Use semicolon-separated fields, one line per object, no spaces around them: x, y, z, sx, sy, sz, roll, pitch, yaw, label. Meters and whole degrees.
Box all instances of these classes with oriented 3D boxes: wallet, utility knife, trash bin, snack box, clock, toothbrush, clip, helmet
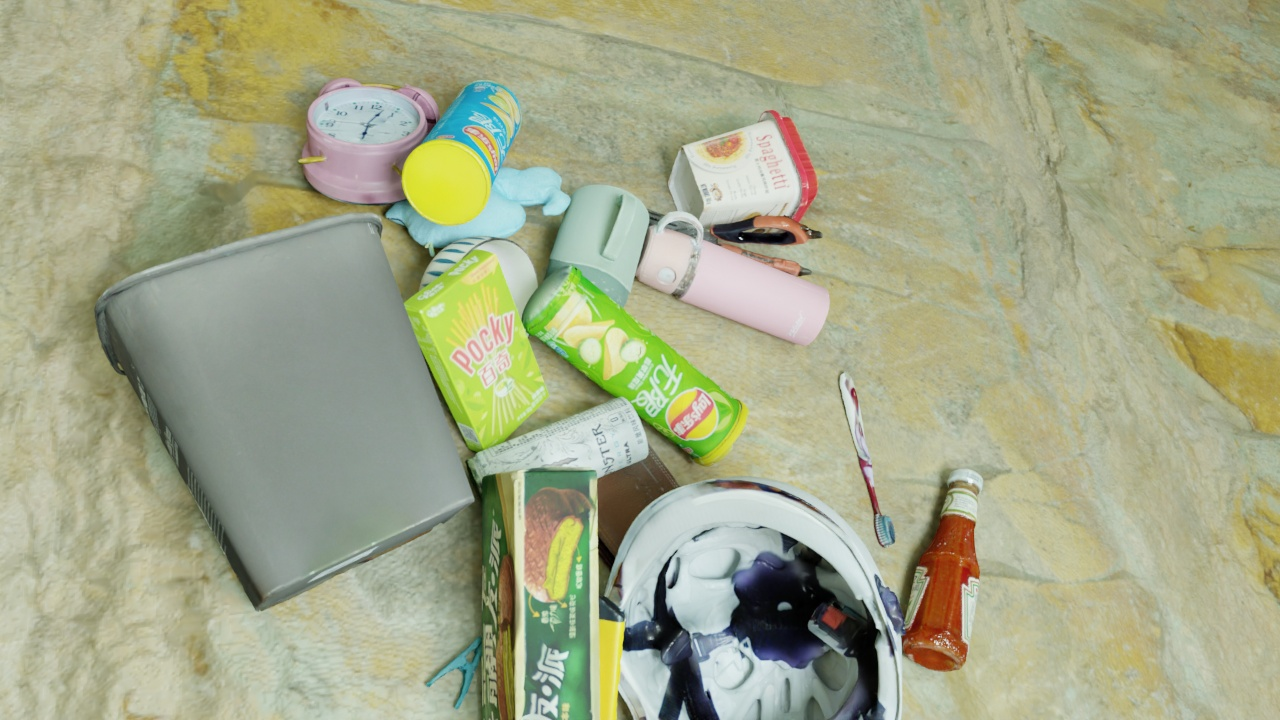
0.005;0.143;0.809;0.101;0.032;0.124;-33;82;-34;wallet
-0.035;0.282;0.680;0.033;0.015;0.218;6;91;20;utility knife
-0.246;0.045;0.663;0.198;0.199;0.219;-22;83;-29;trash bin
-0.132;-0.005;0.762;0.026;0.156;0.085;16;47;36;snack box
-0.074;0.198;0.664;0.063;0.115;0.240;2;82;-21;snack box
-0.245;-0.210;0.840;0.117;0.060;0.158;5;43;-7;clock
0.230;0.097;0.934;0.016;0.017;0.187;1;66;-23;toothbrush
-0.138;0.238;0.711;0.034;0.013;0.054;41;59;-1;clip
0.095;0.202;0.719;0.145;0.229;0.258;-22;98;-69;helmet

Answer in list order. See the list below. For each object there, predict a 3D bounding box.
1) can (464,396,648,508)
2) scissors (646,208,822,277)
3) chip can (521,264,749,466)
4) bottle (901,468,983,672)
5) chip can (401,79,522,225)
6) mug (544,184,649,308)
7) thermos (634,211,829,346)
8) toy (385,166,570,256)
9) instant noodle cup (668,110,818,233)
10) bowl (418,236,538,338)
-0.069;0.082;0.773;0.146;0.058;0.058;-21;75;-16;can
0.079;-0.128;0.936;0.197;0.214;0.015;40;50;-44;scissors
-0.005;0.005;0.820;0.221;0.073;0.072;39;56;-16;chip can
0.301;0.196;0.892;0.060;0.060;0.205;30;55;-7;bottle
-0.153;-0.192;0.823;0.071;0.071;0.209;23;28;-11;chip can
-0.036;-0.105;0.862;0.082;0.112;0.106;24;61;-17;mug
0.094;-0.084;0.925;0.198;0.087;0.067;21;34;-13;thermos
-0.150;-0.142;0.858;0.161;0.050;0.155;6;37;8;toy
0.104;-0.187;0.970;0.124;0.117;0.116;-13;71;-15;instant noodle cup
-0.150;-0.054;0.803;0.066;0.116;0.116;15;49;34;bowl
